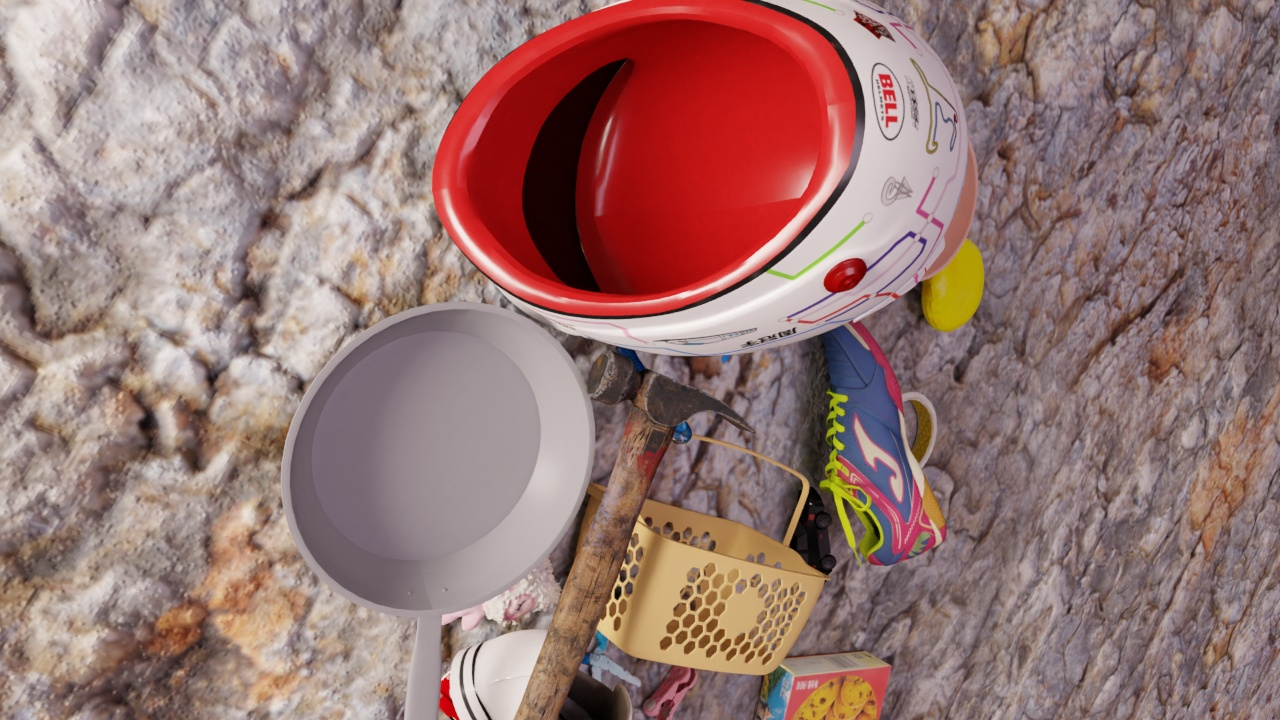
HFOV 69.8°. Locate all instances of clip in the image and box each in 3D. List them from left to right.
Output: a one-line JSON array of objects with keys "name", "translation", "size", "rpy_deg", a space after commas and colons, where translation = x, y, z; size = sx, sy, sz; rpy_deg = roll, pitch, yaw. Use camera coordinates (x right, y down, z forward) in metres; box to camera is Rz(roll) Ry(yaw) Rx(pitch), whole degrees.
[{"name": "clip", "translation": [0.030, 0.300, 0.817], "size": [0.059, 0.023, 0.045], "rpy_deg": [-33, 121, -21]}]

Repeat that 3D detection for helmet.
[{"name": "helmet", "translation": [0.051, -0.118, 0.611], "size": [0.235, 0.315, 0.231], "rpy_deg": [2, 81, -72]}]

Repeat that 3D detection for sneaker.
[{"name": "sneaker", "translation": [-0.038, 0.292, 0.707], "size": [0.097, 0.091, 0.245], "rpy_deg": [-24, 115, 15]}, {"name": "sneaker", "translation": [0.197, 0.074, 0.827], "size": [0.091, 0.116, 0.242], "rpy_deg": [-22, 96, -2]}]

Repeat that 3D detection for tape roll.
[{"name": "tape roll", "translation": [0.258, 0.075, 0.917], "size": [0.093, 0.019, 0.094], "rpy_deg": [-8, 105, -32]}]

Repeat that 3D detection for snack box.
[{"name": "snack box", "translation": [0.176, 0.368, 0.917], "size": [0.142, 0.040, 0.145], "rpy_deg": [8, 96, -35]}]

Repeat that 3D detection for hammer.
[{"name": "hammer", "translation": [-0.032, 0.166, 0.608], "size": [0.120, 0.033, 0.330], "rpy_deg": [22, 90, -22]}]

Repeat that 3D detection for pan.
[{"name": "pan", "translation": [-0.133, 0.138, 0.583], "size": [0.200, 0.051, 0.357], "rpy_deg": [4, 100, -34]}]

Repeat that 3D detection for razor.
[{"name": "razor", "translation": [-0.004, 0.004, 0.695], "size": [0.043, 0.018, 0.141], "rpy_deg": [-27, 80, -26]}]

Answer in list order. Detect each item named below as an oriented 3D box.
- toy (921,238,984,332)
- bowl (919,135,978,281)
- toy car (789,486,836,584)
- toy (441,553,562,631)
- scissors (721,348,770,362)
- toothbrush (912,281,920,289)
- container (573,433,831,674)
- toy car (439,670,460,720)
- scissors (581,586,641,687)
[{"name": "toy", "translation": [0.305, -0.075, 0.896], "size": [0.094, 0.041, 0.095], "rpy_deg": [-2, 100, -44]}, {"name": "bowl", "translation": [0.217, -0.146, 0.806], "size": [0.152, 0.076, 0.153], "rpy_deg": [-8, 105, -31]}, {"name": "toy car", "translation": [0.158, 0.163, 0.860], "size": [0.036, 0.042, 0.092], "rpy_deg": [-11, 108, -5]}, {"name": "toy", "translation": [-0.108, 0.164, 0.687], "size": [0.108, 0.041, 0.096], "rpy_deg": [-16, 110, -23]}, {"name": "scissors", "translation": [0.092, -0.054, 0.768], "size": [0.125, 0.014, 0.130], "rpy_deg": [30, 69, -49]}, {"name": "toothbrush", "translation": [0.195, -0.087, 0.840], "size": [0.187, 0.018, 0.019], "rpy_deg": [12, 92, -35]}, {"name": "container", "translation": [0.054, 0.148, 0.733], "size": [0.183, 0.129, 0.167], "rpy_deg": [21, 89, -35]}, {"name": "toy car", "translation": [-0.124, 0.271, 0.707], "size": [0.038, 0.025, 0.089], "rpy_deg": [-40, 119, -20]}, {"name": "scissors", "translation": [-0.045, 0.248, 0.762], "size": [0.118, 0.014, 0.129], "rpy_deg": [-10, 108, -34]}]
